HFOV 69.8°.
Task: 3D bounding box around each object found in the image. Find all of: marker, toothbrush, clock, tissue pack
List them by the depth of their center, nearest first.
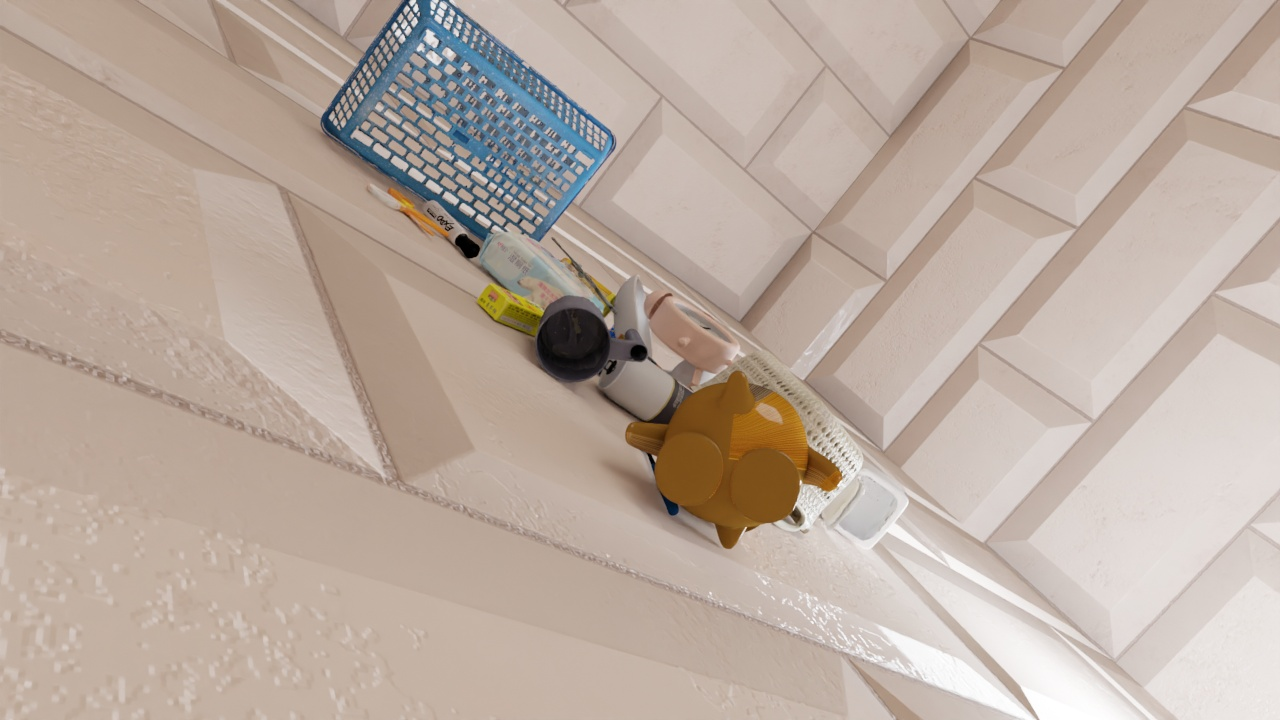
[{"bbox_3d":[0.019,0.114,0.932,0.014,0.014,0.167,47,5,-20],"label":"toothbrush"},{"bbox_3d":[-0.127,-0.102,1.251,0.182,0.070,0.112,41,9,13],"label":"tissue pack"},{"bbox_3d":[-0.258,-0.179,1.258,0.126,0.025,0.025,44,11,32],"label":"marker"},{"bbox_3d":[0.071,-0.030,1.333,0.131,0.086,0.160,26,23,-32],"label":"clock"}]

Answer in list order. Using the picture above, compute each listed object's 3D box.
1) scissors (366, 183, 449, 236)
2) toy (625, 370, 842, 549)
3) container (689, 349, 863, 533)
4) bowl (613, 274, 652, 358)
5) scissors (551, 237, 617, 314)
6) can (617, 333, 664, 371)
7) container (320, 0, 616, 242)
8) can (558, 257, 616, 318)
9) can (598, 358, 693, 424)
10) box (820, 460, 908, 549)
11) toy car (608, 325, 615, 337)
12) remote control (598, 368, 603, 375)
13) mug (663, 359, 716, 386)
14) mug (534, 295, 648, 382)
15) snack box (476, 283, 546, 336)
[{"bbox_3d":[-0.308,-0.199,1.204,0.125,0.011,0.127,42,11,31],"label":"scissors"},{"bbox_3d":[0.093,0.101,0.896,0.199,0.162,0.203,11,-4,12],"label":"toy"},{"bbox_3d":[0.175,0.099,1.211,0.184,0.143,0.246,48,2,-33],"label":"container"},{"bbox_3d":[-0.015,-0.051,1.367,0.149,0.043,0.149,-6,89,-82],"label":"bowl"},{"bbox_3d":[-0.078,-0.119,1.281,0.141,0.014,0.173,49,0,-8],"label":"scissors"},{"bbox_3d":[-0.007,0.007,1.220,0.086,0.043,0.086,42,-2,1],"label":"can"},{"bbox_3d":[-0.236,-0.313,1.304,0.362,0.257,0.089,34,17,-27],"label":"container"},{"bbox_3d":[-0.094,-0.100,1.381,0.105,0.068,0.067,38,9,2],"label":"can"},{"bbox_3d":[0.006,0.036,1.103,0.127,0.064,0.064,35,10,-21],"label":"can"},{"bbox_3d":[0.320,0.213,1.334,0.126,0.109,0.136,36,8,-5],"label":"box"},{"bbox_3d":[-0.017,-0.050,1.451,0.092,0.062,0.033,28,14,-50],"label":"toy car"},{"bbox_3d":[-0.027,0.029,1.172,0.136,0.013,0.033,40,9,10],"label":"remote control"},{"bbox_3d":[0.060,0.030,1.387,0.107,0.071,0.089,12,12,15],"label":"mug"},{"bbox_3d":[-0.057,-0.026,1.043,0.124,0.084,0.104,6,12,-6],"label":"mug"},{"bbox_3d":[-0.134,-0.052,1.105,0.040,0.029,0.148,43,10,30],"label":"snack box"}]
